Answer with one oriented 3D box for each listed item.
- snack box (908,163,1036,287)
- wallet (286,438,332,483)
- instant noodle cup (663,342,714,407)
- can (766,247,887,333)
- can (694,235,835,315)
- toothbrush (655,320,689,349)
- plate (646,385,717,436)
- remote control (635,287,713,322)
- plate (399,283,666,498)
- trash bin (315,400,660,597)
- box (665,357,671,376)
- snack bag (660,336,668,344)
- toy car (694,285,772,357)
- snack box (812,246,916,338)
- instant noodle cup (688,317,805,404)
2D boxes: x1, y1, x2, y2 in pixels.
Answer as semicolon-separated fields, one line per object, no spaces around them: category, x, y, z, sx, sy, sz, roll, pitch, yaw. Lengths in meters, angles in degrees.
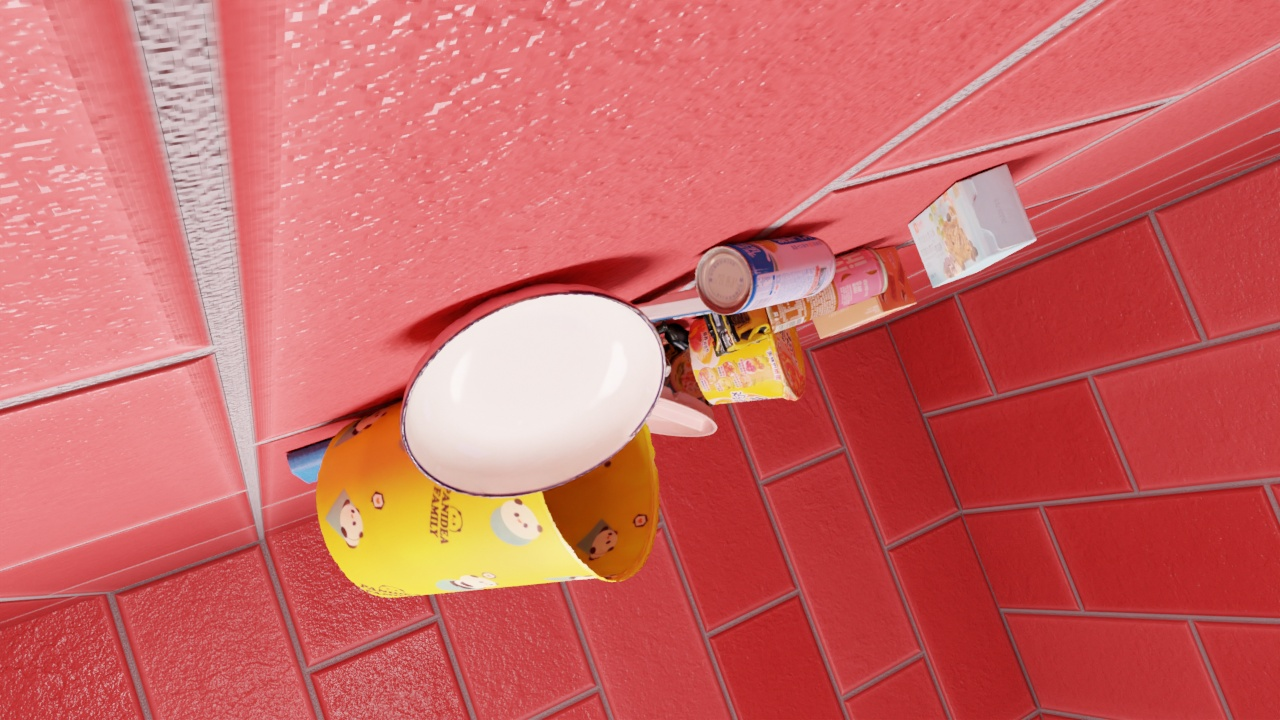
snack box;0.315;-0.125;0.887;0.051;0.074;0.175;-21;175;0
wallet;-0.321;0.101;1.029;0.133;0.040;0.106;-18;170;-14
instant noodle cup;0.092;0.008;1.326;0.111;0.111;0.120;-23;-179;27
can;0.196;-0.077;1.019;0.147;0.058;0.058;-19;175;-8
can;0.104;-0.071;0.742;0.053;0.053;0.134;-25;174;41
toothbrush;0.039;-0.031;1.083;0.027;0.026;0.212;-28;174;7
plate;-0.007;0.059;1.244;0.229;0.028;0.230;12;165;3
remote control;0.036;-0.048;0.797;0.125;0.024;0.048;-9;-175;44
plate;-0.076;0.019;0.650;0.192;0.039;0.193;-16;136;-16
trash bin;-0.146;0.112;0.868;0.256;0.229;0.229;-16;177;24
box;-0.002;0.004;1.030;0.088;0.076;0.162;3;175;6
snack bag;-0.015;-0.004;1.148;0.105;0.026;0.045;-20;-177;13
toy car;0.096;-0.047;0.884;0.041;0.071;0.155;-18;179;26
snack box;0.266;-0.083;1.122;0.093;0.077;0.094;-25;174;42
instant noodle cup;0.127;-0.010;1.114;0.110;0.138;0.137;-14;178;21
